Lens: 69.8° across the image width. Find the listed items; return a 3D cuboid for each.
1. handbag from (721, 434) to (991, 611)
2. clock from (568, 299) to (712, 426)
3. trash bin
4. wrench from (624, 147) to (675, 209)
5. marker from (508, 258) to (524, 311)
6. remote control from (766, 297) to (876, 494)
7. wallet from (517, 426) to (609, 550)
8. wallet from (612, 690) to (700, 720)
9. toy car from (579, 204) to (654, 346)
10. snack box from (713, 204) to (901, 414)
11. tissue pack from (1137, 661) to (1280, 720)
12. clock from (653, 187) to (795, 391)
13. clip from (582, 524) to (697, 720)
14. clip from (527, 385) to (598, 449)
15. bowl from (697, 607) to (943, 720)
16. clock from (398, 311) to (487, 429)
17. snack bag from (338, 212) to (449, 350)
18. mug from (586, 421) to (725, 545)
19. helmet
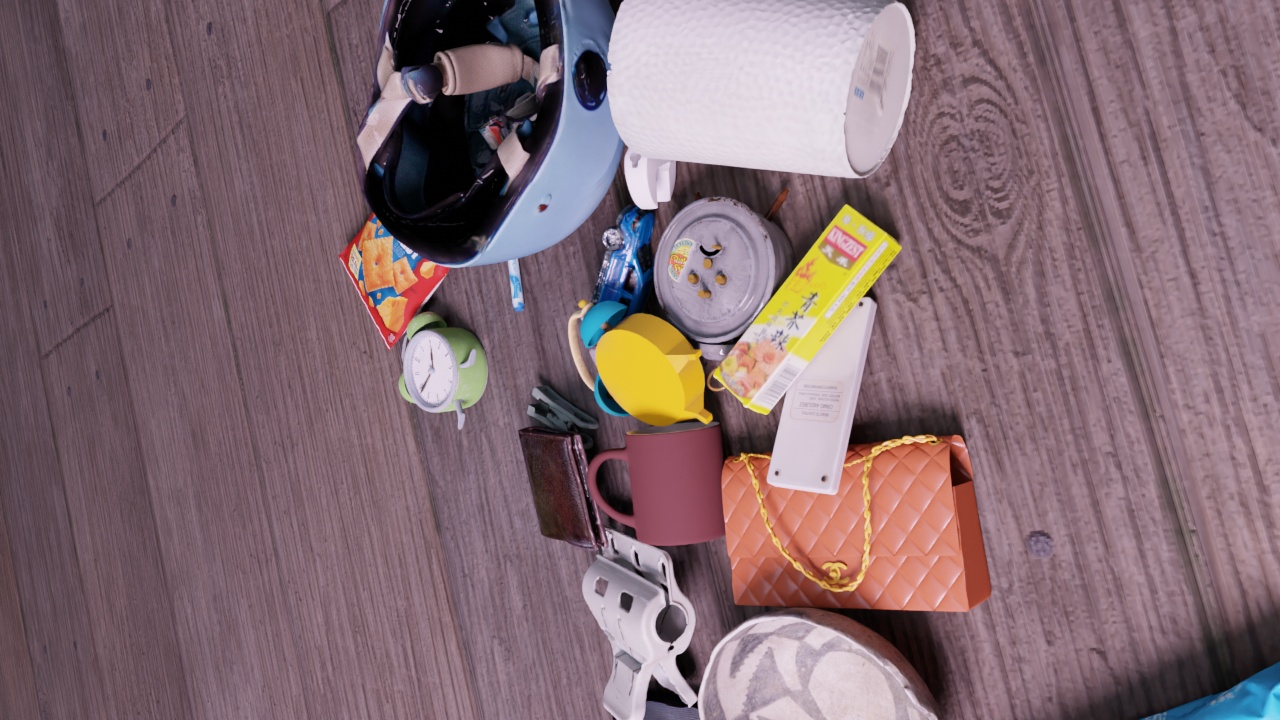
[{"bbox_3d":[0.137,0.111,0.627,0.172,0.060,0.109,-11,84,39],"label":"handbag"},{"bbox_3d":[-0.004,0.004,0.696,0.130,0.043,0.099,17,132,36],"label":"clock"},{"bbox_3d":[0.081,-0.185,0.598,0.161,0.133,0.133,19,107,31],"label":"trash bin"},{"bbox_3d":[0.013,-0.250,0.688,0.018,0.066,0.273,3,93,23],"label":"wrench"},{"bbox_3d":[-0.120,-0.115,0.836,0.013,0.013,0.142,-6,91,39],"label":"marker"},{"bbox_3d":[0.123,0.021,0.620,0.050,0.011,0.135,2,72,43],"label":"remote control"},{"bbox_3d":[-0.066,0.106,0.779,0.120,0.031,0.099,-5,101,64],"label":"wallet"},{"bbox_3d":[0.025,0.320,0.758,0.115,0.026,0.089,-7,90,39],"label":"wallet"},{"bbox_3d":[-0.013,-0.065,0.733,0.043,0.056,0.120,20,114,10],"label":"toy car"},{"bbox_3d":[0.111,-0.033,0.621,0.148,0.029,0.040,-53,52,12],"label":"snack box"},{"bbox_3d":[0.305,0.253,0.501,0.210,0.065,0.117,-46,68,34],"label":"tissue pack"},{"bbox_3d":[0.060,-0.051,0.670,0.104,0.056,0.148,6,97,39],"label":"clock"},{"bbox_3d":[-0.002,0.209,0.727,0.125,0.075,0.144,-174,77,-67],"label":"clip"},{"bbox_3d":[-0.068,0.050,0.807,0.076,0.023,0.045,30,115,35],"label":"clip"},{"bbox_3d":[0.133,0.246,0.627,0.179,0.081,0.178,7,102,35],"label":"bowl"},{"bbox_3d":[-0.194,0.007,0.891,0.119,0.042,0.094,26,109,34],"label":"clock"},{"bbox_3d":[-0.245,-0.105,0.921,0.144,0.039,0.130,-46,67,33],"label":"snack bag"},{"bbox_3d":[0.013,0.094,0.698,0.073,0.105,0.082,-178,82,-84],"label":"mug"},{"bbox_3d":[-0.106,-0.208,0.715,0.226,0.166,0.266,19,108,34],"label":"helmet"}]
